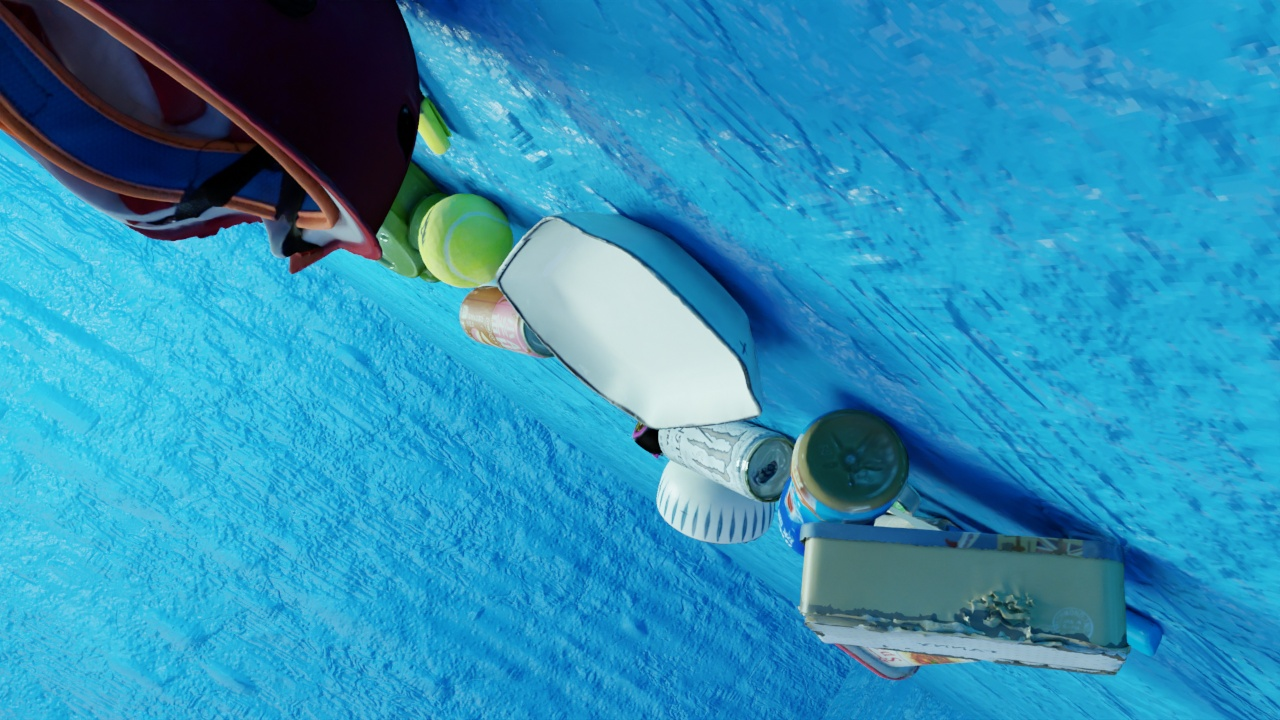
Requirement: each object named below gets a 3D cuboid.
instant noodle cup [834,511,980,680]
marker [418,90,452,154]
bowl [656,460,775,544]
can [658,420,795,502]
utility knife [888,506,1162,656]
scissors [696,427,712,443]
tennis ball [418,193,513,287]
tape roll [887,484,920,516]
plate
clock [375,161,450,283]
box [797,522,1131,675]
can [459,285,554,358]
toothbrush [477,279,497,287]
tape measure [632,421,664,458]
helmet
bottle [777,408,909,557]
[{"bbox_3d":[0.204,0.173,0.694,0.116,0.116,0.124,36,159,-6],"label":"instant noodle cup"},{"bbox_3d":[-0.127,-0.151,0.494,0.018,0.015,0.124,31,167,18],"label":"marker"},{"bbox_3d":[0.077,0.117,0.891,0.116,0.116,0.066,28,125,35],"label":"bowl"},{"bbox_3d":[0.074,0.077,0.791,0.058,0.058,0.147,39,170,-26],"label":"can"},{"bbox_3d":[0.242,0.136,0.600,0.188,0.018,0.034,27,167,27],"label":"utility knife"},{"bbox_3d":[-0.001,0.008,0.758,0.163,0.012,0.160,46,178,-1],"label":"scissors"},{"bbox_3d":[-0.122,-0.084,0.643,0.065,0.065,0.065,34,171,6],"label":"tennis ball"},{"bbox_3d":[0.162,0.086,0.666,0.086,0.014,0.086,34,170,6],"label":"tape roll"},{"bbox_3d":[-0.009,-0.024,0.571,0.162,0.034,0.266,43,163,-8],"label":"plate"},{"bbox_3d":[-0.191,-0.113,0.722,0.161,0.056,0.116,36,164,-1],"label":"clock"},{"bbox_3d":[0.171,0.133,0.516,0.184,0.061,0.090,3,156,21],"label":"box"},{"bbox_3d":[-0.115,-0.037,0.846,0.058,0.057,0.147,40,165,-30],"label":"can"},{"bbox_3d":[-0.102,-0.046,0.917,0.191,0.016,0.018,31,179,19],"label":"toothbrush"},{"bbox_3d":[0.021,0.068,0.929,0.039,0.057,0.057,35,-166,-10],"label":"tape measure"},{"bbox_3d":[-0.180,-0.138,0.364,0.240,0.143,0.207,14,162,27],"label":"helmet"},{"bbox_3d":[0.126,0.096,0.610,0.065,0.065,0.219,32,163,16],"label":"bottle"}]
